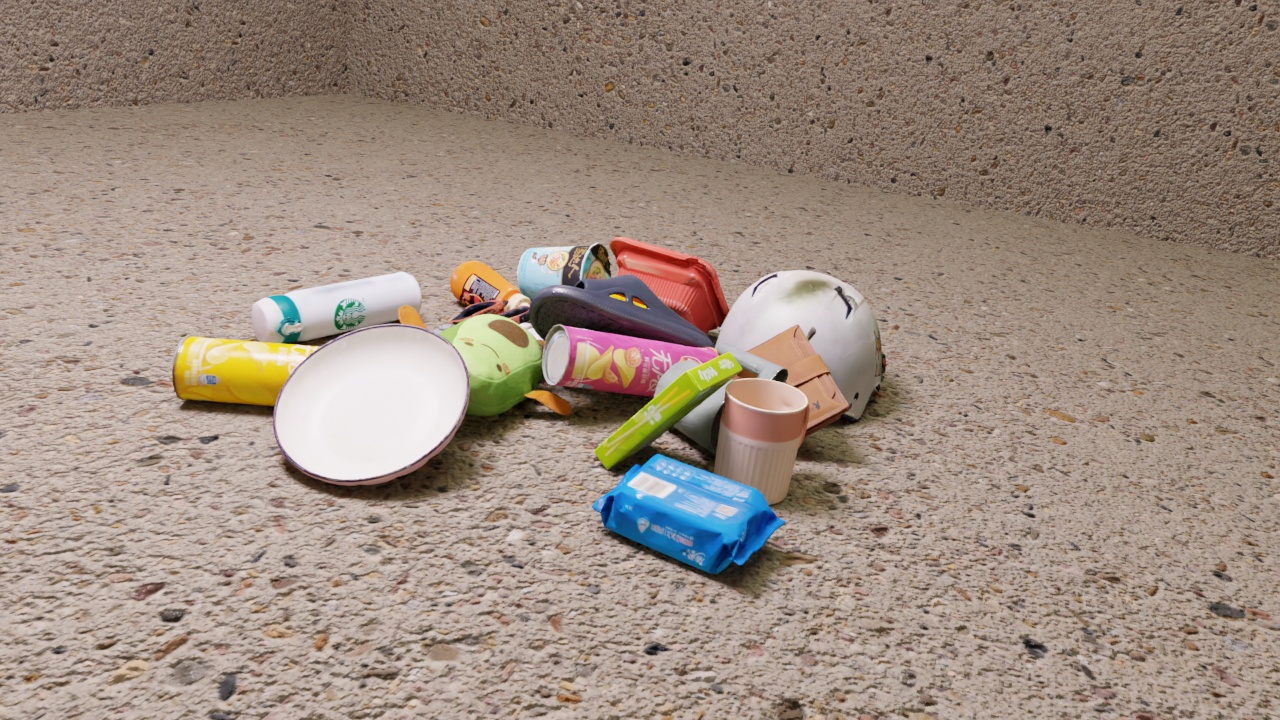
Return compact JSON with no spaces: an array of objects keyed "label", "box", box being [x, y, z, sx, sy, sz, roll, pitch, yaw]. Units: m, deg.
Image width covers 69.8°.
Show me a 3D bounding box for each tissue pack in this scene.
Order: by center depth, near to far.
[{"label":"tissue pack","box":[0.043,0.140,0.828,0.157,0.052,0.094,17,25,25]}]

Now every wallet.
[{"label":"wallet","box":[0.169,0.029,1.045,0.119,0.035,0.130,-32,53,8]}]

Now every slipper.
[{"label":"slipper","box":[-0.022,-0.051,1.135,0.267,0.111,0.083,19,54,-35]}]

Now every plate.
[{"label":"plate","box":[-0.260,0.047,0.904,0.192,0.039,0.192,-3,51,3]}]

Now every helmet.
[{"label":"helmet","box":[0.213,-0.041,1.202,0.230,0.157,0.273,14,22,16]}]

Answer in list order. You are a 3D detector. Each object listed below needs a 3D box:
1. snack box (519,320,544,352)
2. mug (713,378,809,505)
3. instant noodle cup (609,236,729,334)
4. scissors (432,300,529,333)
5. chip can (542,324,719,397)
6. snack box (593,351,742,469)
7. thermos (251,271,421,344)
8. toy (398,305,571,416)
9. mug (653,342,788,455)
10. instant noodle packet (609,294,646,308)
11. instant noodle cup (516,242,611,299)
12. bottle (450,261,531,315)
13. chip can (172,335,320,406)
[{"label":"snack box","box":[-0.127,-0.029,1.241,0.153,0.026,0.075,5,22,-4]},{"label":"mug","box":[0.129,0.079,0.936,0.114,0.106,0.082,-14,30,-43]},{"label":"instant noodle cup","box":[0.037,-0.090,1.302,0.165,0.189,0.079,17,68,25]},{"label":"scissors","box":[-0.246,-0.047,1.221,0.202,0.015,0.205,-2,23,6]},{"label":"chip can","box":[-0.006,0.006,1.072,0.210,0.071,0.071,8,18,-31]},{"label":"snack box","box":[0.027,0.051,0.933,0.026,0.157,0.085,54,37,9]},{"label":"thermos","box":[-0.395,-0.067,1.199,0.073,0.073,0.223,22,26,34]},{"label":"toy","box":[-0.176,0.001,1.052,0.227,0.090,0.246,27,19,-1]},{"label":"mug","box":[0.090,0.039,1.026,0.123,0.084,0.103,-47,41,-13]},{"label":"instant noodle packet","box":[-0.023,-0.055,1.275,0.128,0.044,0.111,20,-13,27]},{"label":"instant noodle cup","box":[-0.121,-0.129,1.408,0.121,0.111,0.111,7,20,21]},{"label":"bottle","box":[-0.211,-0.094,1.342,0.149,0.067,0.066,29,29,29]},{"label":"chip can","box":[-0.378,0.015,0.983,0.213,0.072,0.072,5,21,-5]}]
